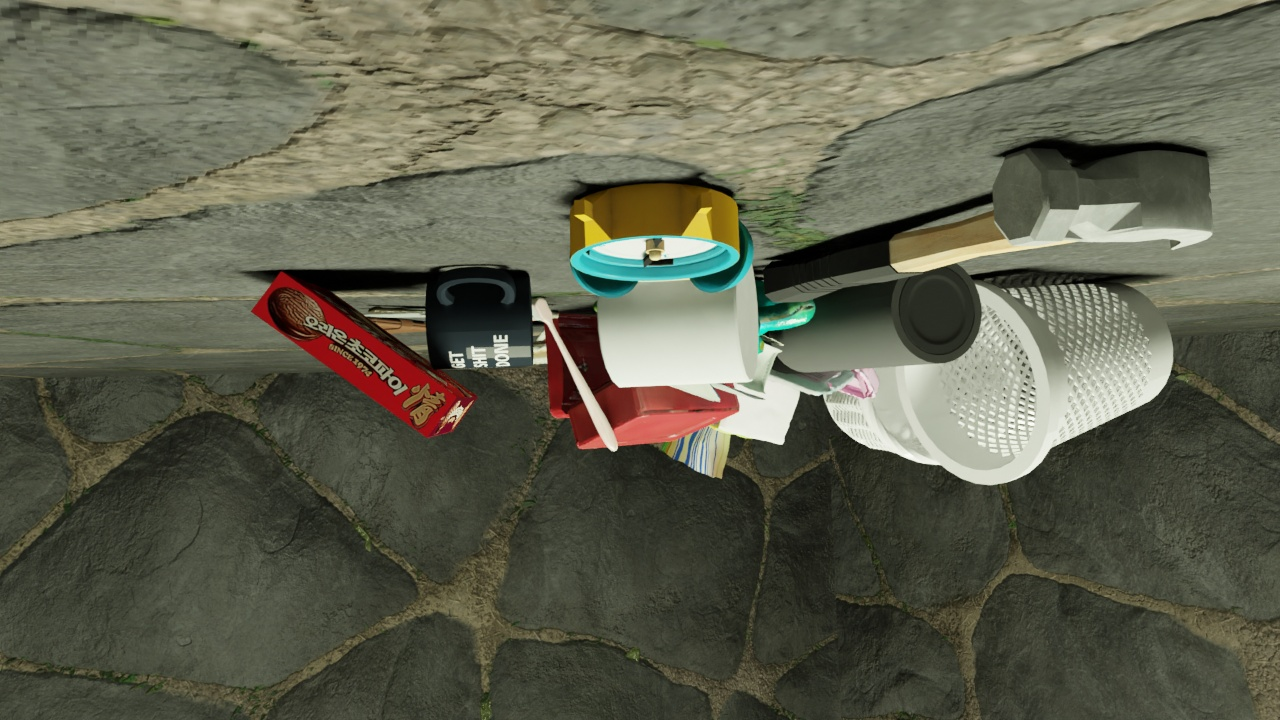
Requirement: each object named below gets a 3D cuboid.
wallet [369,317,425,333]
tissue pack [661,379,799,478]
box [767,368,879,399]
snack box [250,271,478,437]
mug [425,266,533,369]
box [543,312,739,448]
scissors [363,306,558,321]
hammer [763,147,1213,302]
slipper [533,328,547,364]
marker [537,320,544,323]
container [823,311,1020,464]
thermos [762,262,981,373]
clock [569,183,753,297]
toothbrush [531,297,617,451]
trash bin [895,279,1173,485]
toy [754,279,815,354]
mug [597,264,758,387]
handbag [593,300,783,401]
[{"bbox_3d":[-0.309,-0.039,1.075,0.087,0.013,0.120,-3,178,20],"label":"wallet"},{"bbox_3d":[0.084,0.066,1.139,0.120,0.141,0.198,16,-177,-25],"label":"tissue pack"},{"bbox_3d":[0.153,-0.010,1.011,0.202,0.066,0.153,22,-174,35],"label":"box"},{"bbox_3d":[-0.206,-0.002,0.713,0.152,0.036,0.133,36,176,-2],"label":"snack box"},{"bbox_3d":[-0.123,-0.038,0.701,0.077,0.071,0.105,-2,151,-5],"label":"mug"},{"bbox_3d":[0.003,0.020,1.019,0.156,0.156,0.171,-2,179,-43],"label":"box"},{"bbox_3d":[-0.178,-0.048,0.961,0.179,0.015,0.184,-1,178,17],"label":"scissors"},{"bbox_3d":[0.169,-0.066,0.541,0.131,0.039,0.329,-3,179,-21],"label":"hammer"},{"bbox_3d":[-0.115,-0.024,1.171,0.263,0.052,0.115,-6,176,0],"label":"slipper"},{"bbox_3d":[-0.063,-0.028,1.085,0.152,0.011,0.011,21,163,-38],"label":"marker"},{"bbox_3d":[0.337,0.026,1.135,0.189,0.189,0.187,-2,179,-3],"label":"container"},{"bbox_3d":[0.187,-0.033,0.812,0.082,0.082,0.241,-2,178,-19],"label":"thermos"},{"bbox_3d":[0.009,-0.060,0.473,0.099,0.043,0.129,-2,171,6],"label":"clock"},{"bbox_3d":[-0.065,0.016,0.912,0.015,0.181,0.018,-40,-156,-31],"label":"toothbrush"},{"bbox_3d":[0.395,0.003,0.903,0.199,0.195,0.196,-12,-178,-23],"label":"trash bin"},{"bbox_3d":[0.070,-0.030,0.732,0.131,0.072,0.192,10,-159,36],"label":"toy"},{"bbox_3d":[0.024,-0.038,0.604,0.090,0.090,0.121,-3,145,16],"label":"mug"},{"bbox_3d":[0.022,-0.017,0.843,0.175,0.074,0.151,21,179,-45],"label":"handbag"}]
